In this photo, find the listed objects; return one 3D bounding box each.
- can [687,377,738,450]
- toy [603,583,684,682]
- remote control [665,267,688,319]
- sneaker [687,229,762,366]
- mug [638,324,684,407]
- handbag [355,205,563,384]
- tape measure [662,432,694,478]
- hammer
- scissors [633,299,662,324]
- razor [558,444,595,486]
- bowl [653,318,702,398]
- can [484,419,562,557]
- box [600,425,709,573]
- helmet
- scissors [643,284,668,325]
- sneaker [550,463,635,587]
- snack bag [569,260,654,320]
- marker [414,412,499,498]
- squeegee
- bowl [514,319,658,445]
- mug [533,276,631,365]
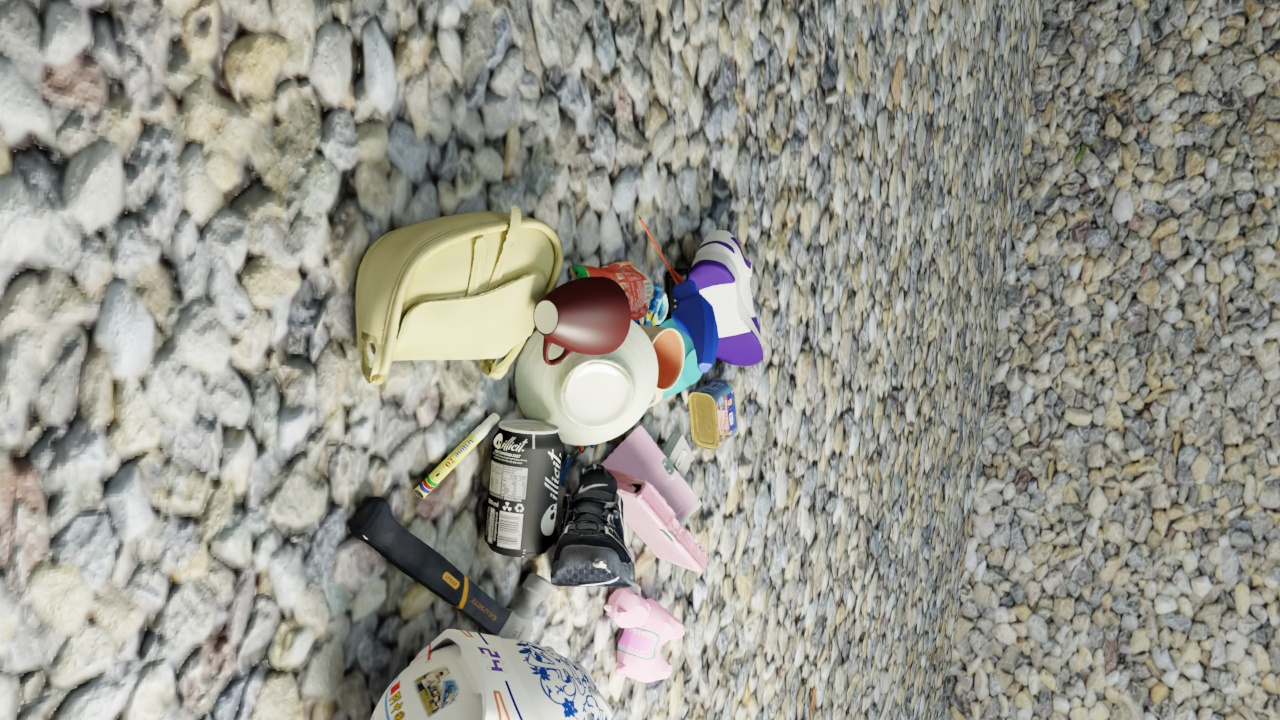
[{"bbox_3d":[0.113,0.084,1.419,0.058,0.054,0.100,-31,121,-46],"label":"can"},{"bbox_3d":[-0.002,0.391,1.316,0.157,0.067,0.123,38,68,-47],"label":"toy"},{"bbox_3d":[0.052,-0.063,1.331,0.045,0.021,0.141,-29,125,-45],"label":"remote control"},{"bbox_3d":[0.134,-0.097,1.392,0.244,0.092,0.110,66,31,-48],"label":"sneaker"},{"bbox_3d":[-0.007,0.007,1.189,0.085,0.104,0.111,-27,120,-49],"label":"mug"},{"bbox_3d":[-0.182,-0.069,0.944,0.232,0.089,0.191,-3,103,-55],"label":"handbag"},{"bbox_3d":[0.055,0.149,1.380,0.062,0.020,0.060,-57,138,-30],"label":"tape measure"},{"bbox_3d":[-0.210,0.241,1.019,0.139,0.035,0.312,-59,139,-25],"label":"hammer"},{"bbox_3d":[0.004,-0.030,1.279,0.115,0.014,0.130,-11,110,-57],"label":"scissors"},{"bbox_3d":[-0.097,0.141,1.166,0.140,0.018,0.044,-55,162,-29],"label":"razor"},{"bbox_3d":[0.058,0.003,1.308,0.120,0.046,0.121,-25,124,-45],"label":"bowl"},{"bbox_3d":[-0.135,0.146,1.058,0.080,0.080,0.146,-3,100,-54],"label":"can"},{"bbox_3d":[0.034,0.193,1.298,0.112,0.099,0.233,-58,138,-22],"label":"box"},{"bbox_3d":[-0.139,0.418,0.965,0.236,0.231,0.314,-44,128,-3],"label":"helmet"},{"bbox_3d":[0.008,-0.043,1.254,0.061,0.023,0.126,44,66,-54],"label":"scissors"},{"bbox_3d":[-0.056,0.196,1.106,0.253,0.097,0.150,110,-18,-76],"label":"sneaker"},{"bbox_3d":[-0.043,-0.085,1.168,0.154,0.044,0.087,-15,84,-53],"label":"snack bag"},{"bbox_3d":[-0.201,0.103,1.015,0.132,0.014,0.014,-48,133,-38],"label":"marker"},{"bbox_3d":[0.072,-0.056,1.219,0.184,0.055,0.249,-99,161,-44],"label":"squeegee"},{"bbox_3d":[-0.057,0.029,1.079,0.176,0.058,0.177,-5,110,-13],"label":"bowl"},{"bbox_3d":[-0.078,-0.038,0.997,0.088,0.087,0.114,-5,136,-51],"label":"mug"}]
